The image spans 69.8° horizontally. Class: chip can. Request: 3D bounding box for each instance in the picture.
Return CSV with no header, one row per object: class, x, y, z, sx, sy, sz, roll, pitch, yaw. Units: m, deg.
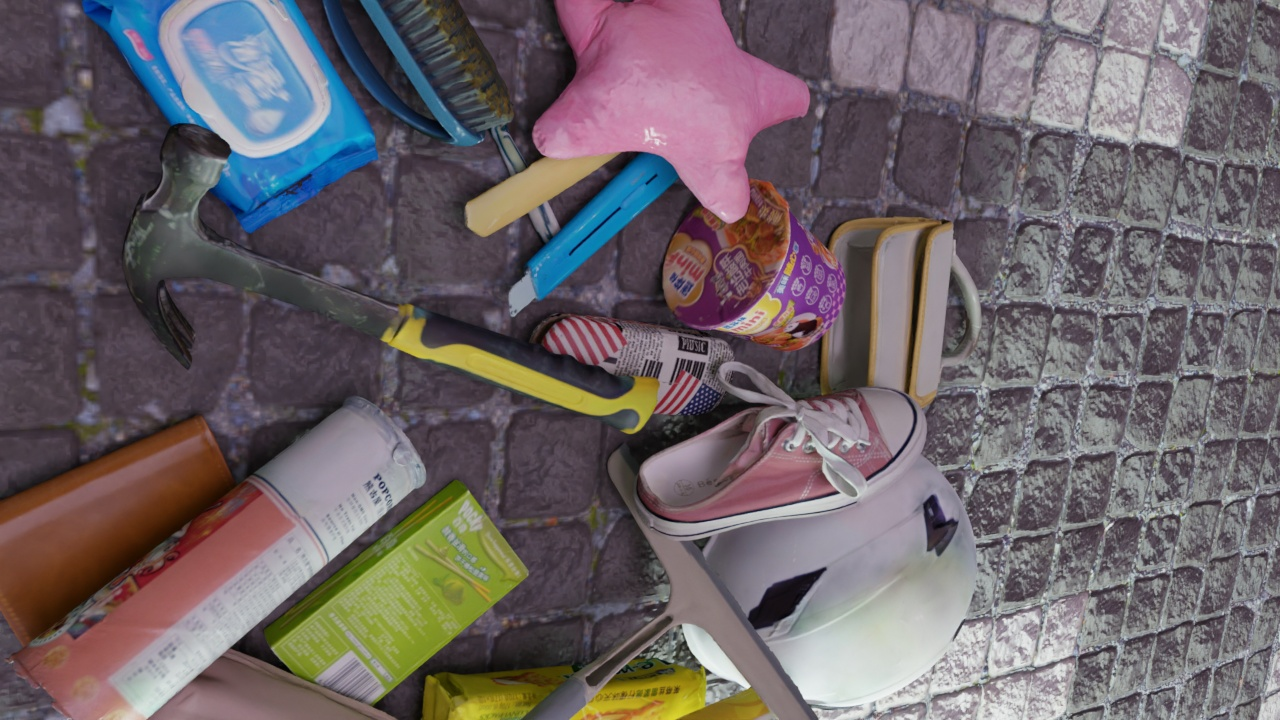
chip can,-0.222,0.111,0.508,0.214,0.071,0.071,-43,121,-32
chip can,0.011,0.297,0.648,0.213,0.072,0.072,-11,108,-30

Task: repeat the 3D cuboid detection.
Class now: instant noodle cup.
instant noodle cup,0.089,-0.060,0.665,0.099,0.112,0.111,25,89,-40

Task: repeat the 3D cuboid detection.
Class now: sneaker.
sneaker,0.111,0.060,0.665,0.240,0.118,0.088,-13,144,-17

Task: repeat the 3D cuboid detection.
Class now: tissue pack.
tissue pack,-0.215,-0.156,0.486,0.094,0.052,0.157,-37,118,-18

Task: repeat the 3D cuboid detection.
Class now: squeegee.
squeegee,-0.036,0.222,0.628,0.245,0.039,0.246,-32,82,-31

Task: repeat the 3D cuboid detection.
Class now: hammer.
hammer,-0.129,-0.015,0.543,0.323,0.031,0.126,22,118,-31

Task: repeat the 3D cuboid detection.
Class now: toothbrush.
toothbrush,-0.088,-0.145,0.585,0.016,0.018,0.192,-35,117,-18

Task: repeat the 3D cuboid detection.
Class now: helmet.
helmet,0.175,0.184,0.751,0.258,0.146,0.229,-31,116,-20

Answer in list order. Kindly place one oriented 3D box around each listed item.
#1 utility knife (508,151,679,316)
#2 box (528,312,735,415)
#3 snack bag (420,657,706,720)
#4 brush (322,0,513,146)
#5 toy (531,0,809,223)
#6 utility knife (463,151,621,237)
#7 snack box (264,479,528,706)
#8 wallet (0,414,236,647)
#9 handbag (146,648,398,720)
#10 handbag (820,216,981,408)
utility knife,-0.033,-0.089,0.623,0.165,0.018,0.034,-46,131,-19
box,-0.007,0.001,0.662,0.164,0.064,0.074,10,124,-32
snack bag,-0.063,0.301,0.686,0.246,0.068,0.158,9,97,-32
brush,-0.134,-0.185,0.522,0.074,0.055,0.144,-23,117,18
toy,0.028,-0.189,0.604,0.194,0.075,0.178,13,78,-22
utility knife,-0.056,-0.124,0.598,0.151,0.018,0.031,-41,120,-35
snack box,-0.160,0.162,0.617,0.156,0.026,0.086,-39,119,-16
wallet,-0.288,0.110,0.520,0.130,0.035,0.119,-28,120,-30
handbag,-0.268,0.299,0.555,0.193,0.093,0.234,39,98,-27
handbag,0.241,-0.041,0.787,0.178,0.063,0.163,-10,109,-32
